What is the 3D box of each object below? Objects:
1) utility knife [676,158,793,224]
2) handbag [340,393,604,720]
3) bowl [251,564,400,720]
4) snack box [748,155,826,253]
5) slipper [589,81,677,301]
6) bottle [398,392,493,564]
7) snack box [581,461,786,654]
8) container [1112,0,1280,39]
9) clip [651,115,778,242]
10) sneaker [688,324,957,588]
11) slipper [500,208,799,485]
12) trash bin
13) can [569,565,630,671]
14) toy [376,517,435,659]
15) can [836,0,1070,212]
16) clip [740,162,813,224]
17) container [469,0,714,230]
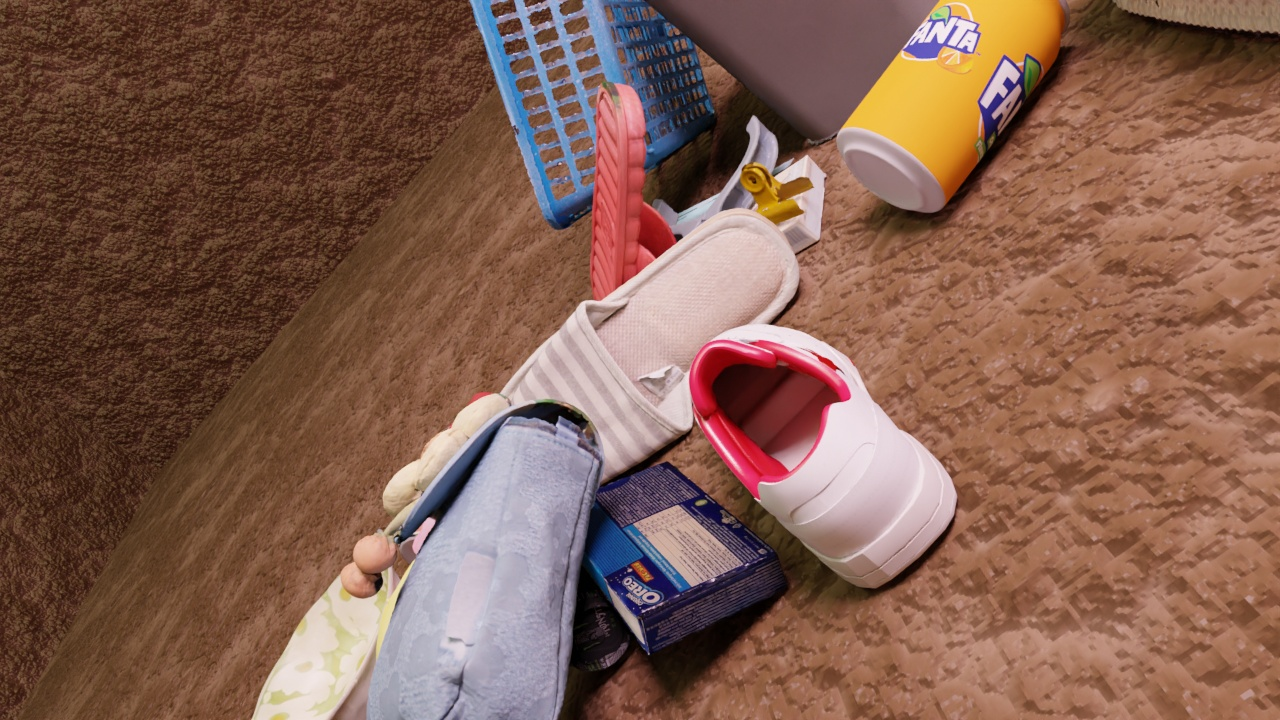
[{"bbox_3d":[0.078,-0.144,0.811,0.148,0.015,0.022,-21,37,43],"label":"utility knife"},{"bbox_3d":[-0.094,0.110,0.492,0.122,0.118,0.191,-34,36,50],"label":"handbag"},{"bbox_3d":[-0.241,0.255,0.749,0.189,0.060,0.218,-16,43,52],"label":"bowl"},{"bbox_3d":[0.077,-0.093,0.723,0.150,0.026,0.081,-29,33,38],"label":"snack box"},{"bbox_3d":[-0.001,-0.088,0.691,0.103,0.059,0.249,-109,16,-45],"label":"slipper"},{"bbox_3d":[-0.158,0.101,0.816,0.062,0.062,0.176,-33,30,35],"label":"bottle"},{"bbox_3d":[0.009,0.104,0.519,0.082,0.027,0.150,-22,19,-15],"label":"snack box"},{"bbox_3d":[0.302,-0.261,0.428,0.185,0.143,0.251,-59,21,17],"label":"container"},{"bbox_3d":[0.075,-0.140,0.723,0.164,0.030,0.172,-49,27,12],"label":"clip"},{"bbox_3d":[0.065,0.018,0.495,0.090,0.104,0.236,-47,24,9],"label":"sneaker"},{"bbox_3d":[-0.004,0.004,0.640,0.273,0.114,0.054,-44,4,10],"label":"slipper"},{"bbox_3d":[0.124,-0.315,0.714,0.198,0.220,0.197,-30,31,38],"label":"trash bin"},{"bbox_3d":[-0.049,0.142,0.580,0.054,0.054,0.138,-52,25,-2],"label":"can"},{"bbox_3d":[-0.134,0.188,0.622,0.190,0.087,0.238,-61,25,6],"label":"toy"},{"bbox_3d":[0.191,-0.166,0.563,0.142,0.079,0.079,-52,24,-3],"label":"can"},{"bbox_3d":[0.093,-0.120,0.658,0.048,0.046,0.054,-12,-2,-38],"label":"clip"},{"bbox_3d":[-0.025,-0.285,0.830,0.089,0.257,0.361,-12,17,20],"label":"container"}]
